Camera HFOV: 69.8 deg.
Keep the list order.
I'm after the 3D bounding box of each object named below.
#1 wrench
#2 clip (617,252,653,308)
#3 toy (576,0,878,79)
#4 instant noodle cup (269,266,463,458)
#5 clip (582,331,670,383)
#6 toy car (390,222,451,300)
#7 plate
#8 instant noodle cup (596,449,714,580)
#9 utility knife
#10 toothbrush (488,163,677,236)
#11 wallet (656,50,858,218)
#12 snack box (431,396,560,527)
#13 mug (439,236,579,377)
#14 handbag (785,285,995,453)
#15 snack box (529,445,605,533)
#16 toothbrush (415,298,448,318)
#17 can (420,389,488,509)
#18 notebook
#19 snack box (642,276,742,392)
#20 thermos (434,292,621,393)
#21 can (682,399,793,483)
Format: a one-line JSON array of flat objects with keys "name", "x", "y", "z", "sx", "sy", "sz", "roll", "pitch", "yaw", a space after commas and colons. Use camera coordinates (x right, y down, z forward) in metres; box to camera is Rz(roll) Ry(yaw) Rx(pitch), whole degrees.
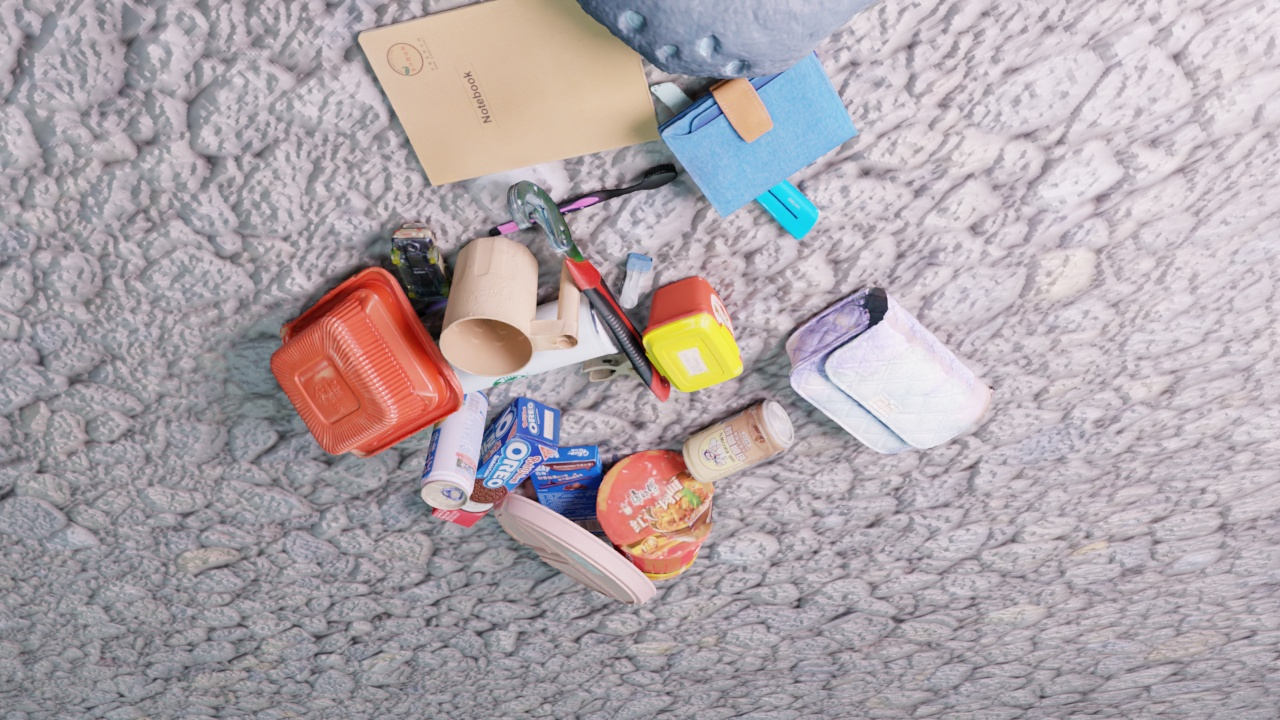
[{"name": "wrench", "x": -0.038, "y": -0.058, "z": 0.844, "sx": 0.016, "sy": 0.056, "sz": 0.273, "roll": -15, "pitch": 131, "yaw": 28}, {"name": "clip", "x": -0.007, "y": -0.076, "z": 0.876, "sx": 0.025, "sy": 0.031, "sz": 0.057, "roll": 13, "pitch": 132, "yaw": -14}, {"name": "toy", "x": 0.059, "y": -0.265, "z": 0.629, "sx": 0.356, "sy": 0.091, "sz": 0.138, "roll": 4, "pitch": 110, "yaw": -4}, {"name": "instant noodle cup", "x": -0.282, "y": 0.015, "z": 0.898, "sx": 0.189, "sy": 0.078, "sz": 0.164, "roll": -27, "pitch": 98, "yaw": 34}, {"name": "clip", "x": -0.001, "y": 0.009, "z": 0.957, "sx": 0.092, "sy": 0.034, "sz": 0.103, "roll": 34, "pitch": 133, "yaw": -29}, {"name": "toy car", "x": -0.202, "y": -0.089, "z": 0.858, "sx": 0.042, "sy": 0.035, "sz": 0.090, "roll": 0, "pitch": 144, "yaw": 5}, {"name": "plate", "x": -0.086, "y": 0.235, "z": 1.122, "sx": 0.229, "sy": 0.028, "sz": 0.230, "roll": 28, "pitch": 158, "yaw": 12}, {"name": "instant noodle cup", "x": 0.017, "y": 0.190, "z": 1.087, "sx": 0.138, "sy": 0.137, "sz": 0.109, "roll": 1, "pitch": 146, "yaw": 1}, {"name": "utility knife", "x": 0.083, "y": -0.169, "z": 0.774, "sx": 0.199, "sy": 0.018, "sz": 0.034, "roll": 36, "pitch": 128, "yaw": -29}, {"name": "toothbrush", "x": -0.054, "y": -0.141, "z": 0.815, "sx": 0.189, "sy": 0.017, "sz": 0.014, "roll": -14, "pitch": 134, "yaw": 22}, {"name": "wallet", "x": 0.094, "y": -0.184, "z": 0.730, "sx": 0.133, "sy": 0.040, "sz": 0.106, "roll": -31, "pitch": 127, "yaw": 16}, {"name": "snack box", "x": -0.170, "y": 0.120, "z": 1.067, "sx": 0.057, "sy": 0.058, "sz": 0.208, "roll": 25, "pitch": 132, "yaw": -27}, {"name": "mug", "x": -0.116, "y": -0.052, "z": 0.840, "sx": 0.125, "sy": 0.103, "sz": 0.084, "roll": -5, "pitch": 141, "yaw": 6}, {"name": "handbag", "x": 0.249, "y": 0.019, "z": 0.927, "sx": 0.194, "sy": 0.075, "sz": 0.134, "roll": 33, "pitch": 129, "yaw": -30}, {"name": "snack box", "x": -0.083, "y": 0.162, "z": 1.130, "sx": 0.084, "sy": 0.026, "sz": 0.157, "roll": -4, "pitch": 137, "yaw": 6}, {"name": "toothbrush", "x": -0.251, "y": -0.032, "z": 0.937, "sx": 0.189, "sy": 0.014, "sz": 0.016, "roll": -23, "pitch": 139, "yaw": 24}, {"name": "can", "x": -0.197, "y": 0.090, "z": 0.978, "sx": 0.053, "sy": 0.134, "sz": 0.053, "roll": 1, "pitch": 137, "yaw": 1}, {"name": "notebook", "x": -0.100, "y": -0.218, "z": 0.734, "sx": 0.208, "sy": 0.008, "sz": 0.148, "roll": -9, "pitch": 136, "yaw": 11}, {"name": "snack box", "x": 0.049, "y": -0.027, "z": 0.882, "sx": 0.082, "sy": 0.080, "sz": 0.091, "roll": -19, "pitch": 133, "yaw": 20}, {"name": "thermos", "x": -0.132, "y": -0.009, "z": 0.916, "sx": 0.225, "sy": 0.073, "sz": 0.073, "roll": -16, "pitch": 134, "yaw": 19}, {"name": "can", "x": 0.108, "y": 0.091, "z": 1.022, "sx": 0.117, "sy": 0.058, "sz": 0.058, "roll": -29, "pitch": 129, "yaw": 29}]
